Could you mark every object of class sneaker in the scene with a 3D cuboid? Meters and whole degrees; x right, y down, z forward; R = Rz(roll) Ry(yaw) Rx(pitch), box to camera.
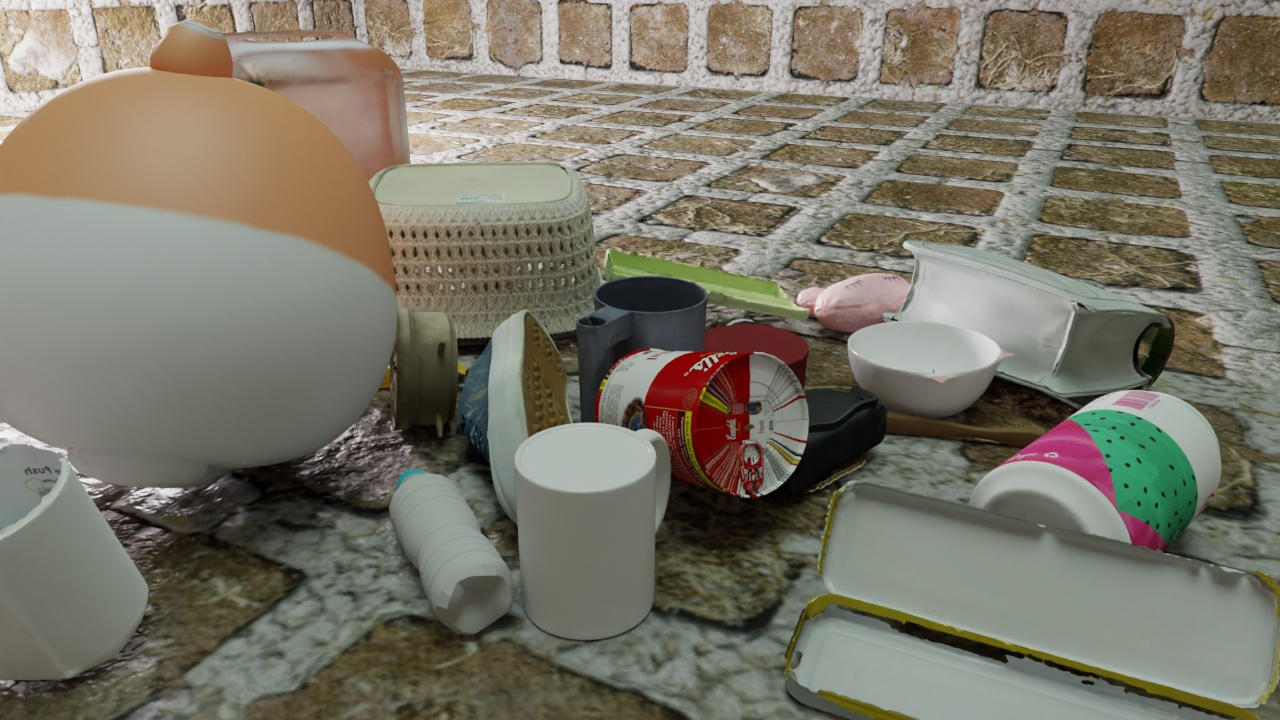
[{"bbox_3d":[-0.094,0.041,0.634,0.079,0.087,0.235,-31,28,7],"label":"sneaker"}]

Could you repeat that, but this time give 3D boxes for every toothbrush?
[{"bbox_3d":[0.216,0.049,0.687,0.167,0.016,0.016,5,24,10],"label":"toothbrush"}]

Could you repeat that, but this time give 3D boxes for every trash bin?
[{"bbox_3d":[-0.344,-0.205,0.964,0.181,0.260,0.157,-13,29,-30],"label":"trash bin"}]

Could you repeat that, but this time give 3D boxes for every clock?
[{"bbox_3d":[0.082,0.004,0.748,0.096,0.048,0.138,-14,27,-29],"label":"clock"},{"bbox_3d":[-0.167,0.001,0.708,0.054,0.093,0.141,0,17,-18],"label":"clock"}]

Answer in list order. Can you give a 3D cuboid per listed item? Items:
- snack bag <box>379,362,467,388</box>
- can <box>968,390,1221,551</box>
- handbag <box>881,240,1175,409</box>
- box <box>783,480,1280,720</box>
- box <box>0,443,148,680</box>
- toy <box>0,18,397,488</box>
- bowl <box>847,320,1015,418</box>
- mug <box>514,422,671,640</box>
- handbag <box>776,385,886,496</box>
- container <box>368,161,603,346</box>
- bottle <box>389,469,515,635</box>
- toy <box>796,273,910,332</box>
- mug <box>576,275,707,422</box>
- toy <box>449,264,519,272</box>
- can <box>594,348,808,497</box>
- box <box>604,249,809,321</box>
[{"bbox_3d":[-0.196,0.009,0.770,0.099,0.020,0.026,-3,22,-9],"label":"snack bag"},{"bbox_3d":[0.267,0.076,0.532,0.165,0.088,0.088,-20,31,-39],"label":"can"},{"bbox_3d":[0.325,-0.034,0.789,0.141,0.096,0.198,2,18,-33],"label":"handbag"},{"bbox_3d":[0.181,0.133,0.434,0.210,0.045,0.127,11,57,23],"label":"box"},{"bbox_3d":[-0.298,0.082,0.424,0.084,0.166,0.094,-1,34,9],"label":"box"},{"bbox_3d":[-0.292,-0.059,0.592,0.265,0.280,0.263,6,-9,-14],"label":"toy"},{"bbox_3d":[0.222,0.011,0.727,0.115,0.051,0.114,-2,22,1],"label":"bowl"},{"bbox_3d":[-0.018,0.084,0.507,0.074,0.091,0.110,16,28,32],"label":"mug"},{"bbox_3d":[0.113,0.048,0.643,0.128,0.054,0.079,-22,28,-36],"label":"handbag"},{"bbox_3d":[-0.154,-0.103,0.876,0.251,0.143,0.184,-2,32,-5],"label":"container"},{"bbox_3d":[-0.114,0.101,0.526,0.044,0.044,0.136,-11,26,-25],"label":"bottle"},{"bbox_3d":[0.206,-0.058,0.898,0.108,0.053,0.105,-15,13,-29],"label":"toy"},{"bbox_3d":[-0.004,0.004,0.677,0.084,0.104,0.123,15,28,30],"label":"mug"},{"bbox_3d":[-0.176,-0.115,1.029,0.092,0.043,0.117,-4,25,-12],"label":"toy"},{"bbox_3d":[0.035,0.037,0.585,0.086,0.086,0.117,-15,9,-31],"label":"can"},{"bbox_3d":[0.059,-0.071,0.898,0.187,0.030,0.138,9,17,-11],"label":"box"}]
